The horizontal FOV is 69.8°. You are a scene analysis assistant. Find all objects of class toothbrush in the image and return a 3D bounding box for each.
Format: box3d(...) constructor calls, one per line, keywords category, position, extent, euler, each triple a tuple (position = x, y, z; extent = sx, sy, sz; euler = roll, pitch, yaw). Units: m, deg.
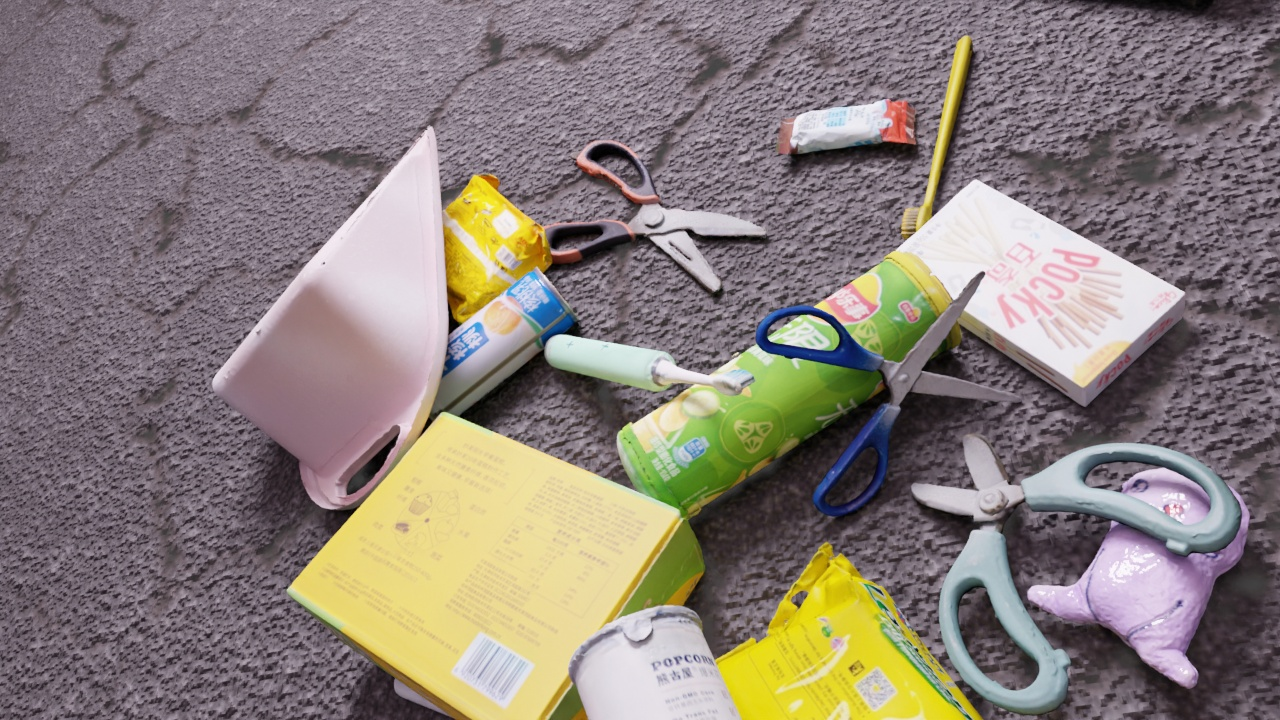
box3d(category="toothbrush", position=(0.219, -0.165, 0.672), extent=(0.017, 0.016, 0.189), euler=(3, 61, 34))
box3d(category="toothbrush", position=(-0.004, 0.004, 0.602), extent=(0.027, 0.026, 0.225), euler=(-31, 21, -25))

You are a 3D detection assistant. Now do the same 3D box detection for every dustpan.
box3d(category="dustpan", position=(-0.217, -0.022, 0.734), extent=(0.223, 0.139, 0.272), euler=(-38, 21, 34))

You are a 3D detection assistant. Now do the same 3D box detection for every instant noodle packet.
box3d(category="instant noodle packet", position=(-0.132, -0.086, 0.761), extent=(0.111, 0.044, 0.128), euler=(-49, 48, 7))

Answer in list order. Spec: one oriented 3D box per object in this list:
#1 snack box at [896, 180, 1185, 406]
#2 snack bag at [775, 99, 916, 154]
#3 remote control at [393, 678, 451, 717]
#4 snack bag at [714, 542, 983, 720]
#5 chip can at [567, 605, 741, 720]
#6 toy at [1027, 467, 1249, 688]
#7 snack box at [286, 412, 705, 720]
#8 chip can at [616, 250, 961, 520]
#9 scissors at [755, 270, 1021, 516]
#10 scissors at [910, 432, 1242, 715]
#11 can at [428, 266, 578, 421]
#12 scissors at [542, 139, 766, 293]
box3d(category="snack box", position=(0.242, -0.048, 0.578), extent=(0.084, 0.027, 0.157), euler=(-42, 51, -5))
box3d(category="snack bag", position=(0.157, -0.177, 0.701), extent=(0.104, 0.026, 0.048), euler=(-4, 51, 24))
box3d(category="remote control", position=(-0.094, 0.202, 0.576), extent=(0.136, 0.020, 0.055), euler=(9, 64, 29))
box3d(category="snack bag", position=(0.109, 0.220, 0.439), extent=(0.158, 0.068, 0.246), euler=(-37, 50, -1))
box3d(category="chip can", position=(0.035, 0.214, 0.388), extent=(0.071, 0.071, 0.214), euler=(-31, 50, 3))
box3d(category="toy", position=(0.260, 0.100, 0.465), extent=(0.084, 0.039, 0.108), euler=(24, 73, 44))
box3d(category="snack box", position=(-0.088, 0.135, 0.567), extent=(0.210, 0.070, 0.157), euler=(17, 56, 34))
box3d(category="chip can", position=(0.089, 0.019, 0.576), extent=(0.221, 0.072, 0.072), euler=(-33, 51, 2))
box3d(category="scissors", position=(0.144, 0.018, 0.539), extent=(0.012, 0.173, 0.162), euler=(-121, 44, -74))
box3d(category="scissors", position=(0.219, 0.088, 0.471), extent=(0.181, 0.019, 0.169), euler=(-30, 36, 27))
box3d(category="can", position=(-0.115, -0.010, 0.702), extent=(0.134, 0.053, 0.053), euler=(-39, 51, -2))
box3d(category="scissors", position=(-0.005, -0.117, 0.747), extent=(0.227, 0.015, 0.188), euler=(-10, 55, 18))
